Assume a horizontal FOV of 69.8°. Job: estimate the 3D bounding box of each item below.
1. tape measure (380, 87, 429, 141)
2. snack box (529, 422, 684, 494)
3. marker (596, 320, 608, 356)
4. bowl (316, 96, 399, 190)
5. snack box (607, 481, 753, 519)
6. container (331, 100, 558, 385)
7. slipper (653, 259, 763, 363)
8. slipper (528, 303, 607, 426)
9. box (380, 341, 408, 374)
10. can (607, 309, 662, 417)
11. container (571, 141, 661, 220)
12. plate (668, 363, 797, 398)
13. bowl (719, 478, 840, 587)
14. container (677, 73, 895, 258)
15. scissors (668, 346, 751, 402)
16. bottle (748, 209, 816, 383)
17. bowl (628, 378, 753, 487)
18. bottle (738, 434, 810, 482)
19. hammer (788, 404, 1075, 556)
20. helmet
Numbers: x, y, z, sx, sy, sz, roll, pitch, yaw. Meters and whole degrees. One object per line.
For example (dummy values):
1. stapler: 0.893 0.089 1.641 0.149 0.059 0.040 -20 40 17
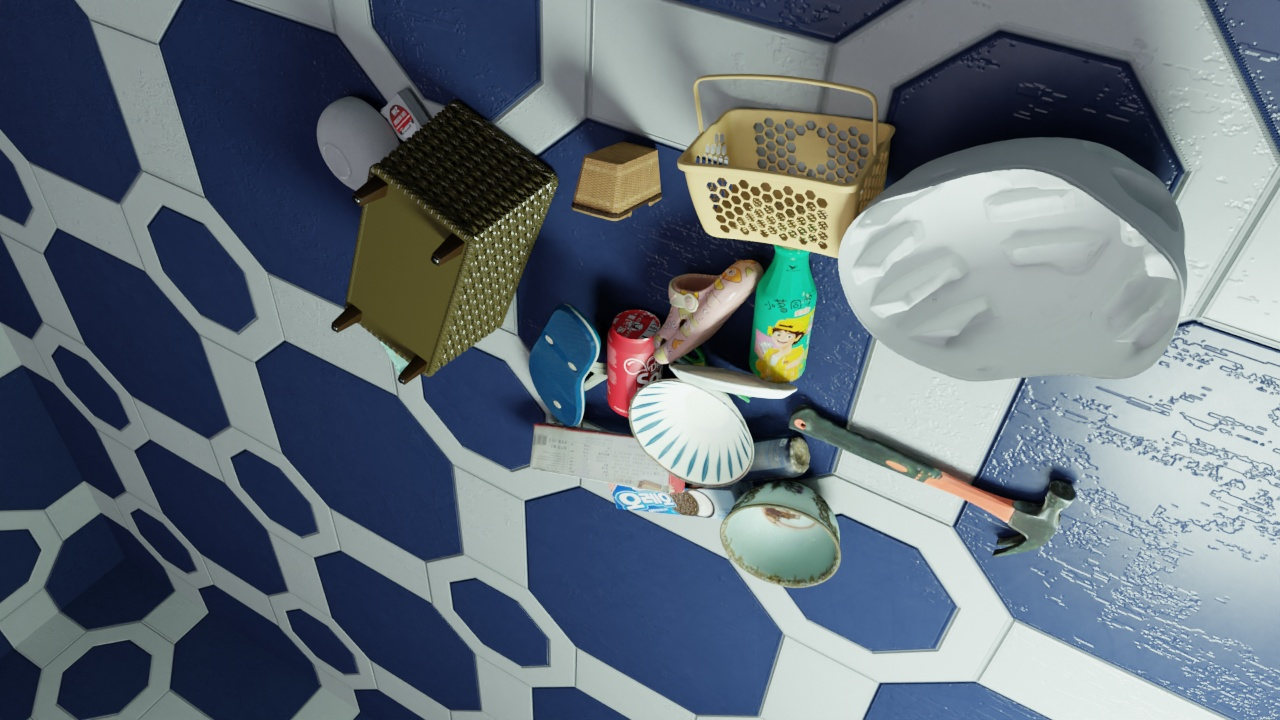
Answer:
1. tape measure: -0.310 -0.322 1.218 0.060 0.020 0.062 -21 110 51
2. snack box: -0.051 0.141 1.362 0.273 0.044 0.076 3 87 38
3. marker: -0.037 0.001 1.291 0.018 0.015 0.134 11 132 47
4. bowl: -0.394 -0.288 1.263 0.132 0.064 0.132 29 143 24
5. snack box: 0.058 0.191 1.348 0.227 0.059 0.059 -1 120 38
6. container: -0.274 -0.136 1.210 0.176 0.204 0.322 37 138 5
7. slipper: 0.065 -0.070 1.104 0.081 0.093 0.198 51 138 6
8. slipper: -0.097 -0.001 1.296 0.118 0.060 0.296 43 152 9
9. box: -0.373 -0.054 1.485 0.187 0.033 0.136 -14 115 43
10. can: -0.007 0.007 1.229 0.074 0.074 0.143 22 135 21
11. container: -0.024 -0.206 1.042 0.063 0.113 0.061 19 121 23
12. plate: 0.110 0.025 1.110 0.157 0.156 0.014 13 97 28
13. bowl: 0.195 0.217 1.232 0.160 0.093 0.160 13 132 14
14. container: 0.144 -0.203 0.898 0.184 0.128 0.167 14 139 28
15. scissors: 0.091 0.023 1.216 0.130 0.014 0.071 37 141 6
16. bottle: 0.164 -0.071 1.038 0.068 0.067 0.210 21 135 22
17. bowl: 0.078 0.078 1.211 0.177 0.070 0.178 18 133 20
18. bottle: 0.150 0.135 1.233 0.161 0.056 0.056 -14 115 43
19. hammer: 0.335 0.132 1.114 0.333 0.033 0.133 25 137 20
20. helmet: 0.321 -0.084 0.816 0.283 0.183 0.224 -14 119 28
